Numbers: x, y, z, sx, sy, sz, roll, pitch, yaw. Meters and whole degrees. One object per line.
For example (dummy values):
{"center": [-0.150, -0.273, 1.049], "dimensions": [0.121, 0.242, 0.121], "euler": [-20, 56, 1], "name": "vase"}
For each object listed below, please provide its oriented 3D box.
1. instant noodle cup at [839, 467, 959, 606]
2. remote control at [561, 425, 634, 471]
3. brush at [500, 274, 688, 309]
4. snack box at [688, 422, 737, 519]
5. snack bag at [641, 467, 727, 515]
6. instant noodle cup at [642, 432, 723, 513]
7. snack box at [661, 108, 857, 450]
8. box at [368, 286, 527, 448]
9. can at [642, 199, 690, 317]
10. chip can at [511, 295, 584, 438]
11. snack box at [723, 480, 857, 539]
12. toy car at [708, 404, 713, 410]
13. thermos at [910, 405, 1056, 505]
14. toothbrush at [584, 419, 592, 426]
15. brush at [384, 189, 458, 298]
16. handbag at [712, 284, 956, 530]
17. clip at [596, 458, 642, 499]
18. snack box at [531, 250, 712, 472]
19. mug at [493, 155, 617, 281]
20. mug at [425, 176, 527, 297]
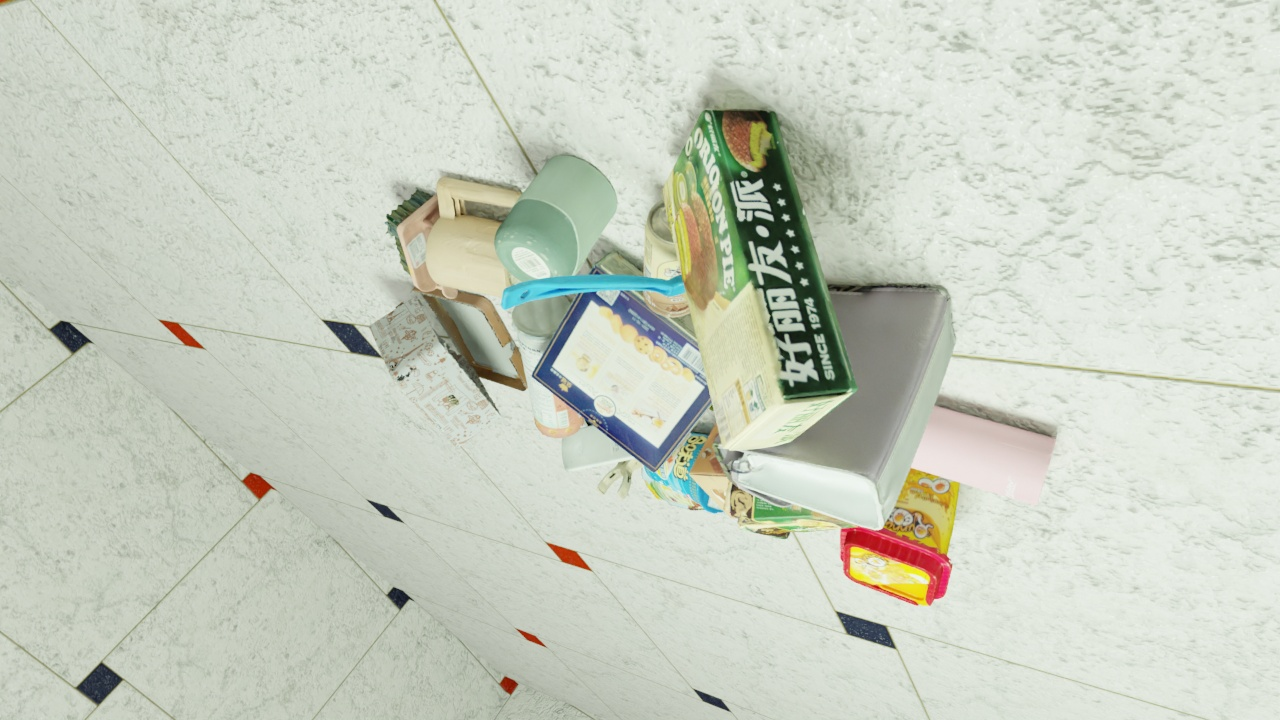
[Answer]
{"center": [0.284, 0.178, 0.984], "dimensions": [0.116, 0.123, 0.116], "euler": [17, 149, 23], "name": "instant noodle cup"}
{"center": [-0.049, 0.112, 1.235], "dimensions": [0.135, 0.056, 0.019], "euler": [-16, 161, 32], "name": "remote control"}
{"center": [0.005, -0.068, 0.790], "dimensions": [0.254, 0.045, 0.083], "euler": [-7, 151, -20], "name": "brush"}
{"center": [0.127, 0.124, 1.078], "dimensions": [0.077, 0.094, 0.093], "euler": [-4, 136, 47], "name": "snack box"}
{"center": [0.095, 0.179, 1.259], "dimensions": [0.191, 0.038, 0.110], "euler": [6, 132, 36], "name": "snack bag"}
{"center": [0.064, 0.130, 1.161], "dimensions": [0.110, 0.099, 0.099], "euler": [15, 149, 43], "name": "instant noodle cup"}
{"center": [0.082, -0.061, 0.699], "dimensions": [0.063, 0.239, 0.115], "euler": [-4, 158, -19], "name": "snack box"}
{"center": [-0.242, -0.009, 1.236], "dimensions": [0.148, 0.158, 0.182], "euler": [55, 176, 41], "name": "box"}
{"center": [0.032, -0.094, 0.860], "dimensions": [0.058, 0.058, 0.116], "euler": [24, 151, 13], "name": "can"}
{"center": [-0.110, 0.012, 1.133], "dimensions": [0.071, 0.071, 0.215], "euler": [21, 146, 17], "name": "chip can"}
{"center": [0.167, 0.126, 0.949], "dimensions": [0.117, 0.118, 0.106], "euler": [19, 166, -41], "name": "snack box"}
{"center": [0.118, 0.030, 0.992], "dimensions": [0.156, 0.041, 0.071], "euler": [14, 148, 26], "name": "toy car"}
{"center": [0.286, 0.071, 0.875], "dimensions": [0.199, 0.067, 0.087], "euler": [18, 145, 24], "name": "thermos"}
{"center": [-0.064, 0.077, 1.257], "dimensions": [0.027, 0.026, 0.213], "euler": [24, 151, 9], "name": "toothbrush"}
{"center": [-0.246, -0.126, 1.069], "dimensions": [0.073, 0.063, 0.146], "euler": [35, 154, 15], "name": "brush"}
{"center": [0.169, 0.031, 0.783], "dimensions": [0.145, 0.196, 0.098], "euler": [14, 148, 30], "name": "handbag"}
{"center": [-0.024, 0.140, 1.244], "dimensions": [0.076, 0.103, 0.034], "euler": [17, 153, 46], "name": "clip"}
{"center": [-0.006, 0.006, 0.980], "dimensions": [0.178, 0.045, 0.183], "euler": [38, 130, 4], "name": "snack box"}
{"center": [-0.079, -0.119, 0.877], "dimensions": [0.082, 0.106, 0.112], "euler": [17, 150, 22], "name": "mug"}
{"center": [-0.166, -0.130, 0.986], "dimensions": [0.104, 0.084, 0.125], "euler": [14, 121, 26], "name": "mug"}
